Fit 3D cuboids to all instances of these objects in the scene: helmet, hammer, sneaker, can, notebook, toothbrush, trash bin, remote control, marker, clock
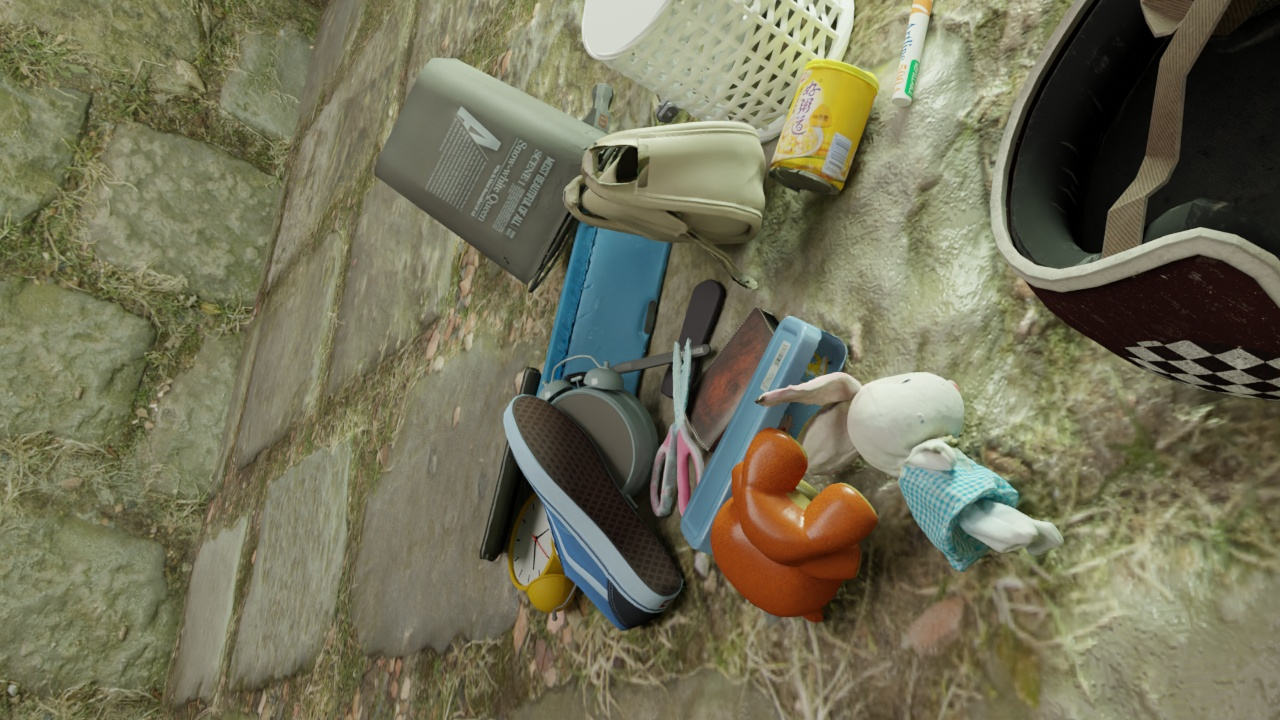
[{"bbox_3d":[0.279,-0.105,0.403,0.234,0.253,0.233,135,152,-72],"label":"helmet"},{"bbox_3d":[-0.139,-0.277,1.299,0.302,0.028,0.111,-19,57,50],"label":"hammer"},{"bbox_3d":[-0.068,0.148,0.856,0.241,0.083,0.098,52,123,17],"label":"sneaker"},{"bbox_3d":[0.159,-0.201,0.796,0.068,0.067,0.105,20,90,57],"label":"can"},{"bbox_3d":[-0.144,0.118,1.039,0.169,0.029,0.209,124,162,-80],"label":"notebook"},{"bbox_3d":[-0.005,0.005,0.914,0.168,0.013,0.012,-12,72,27],"label":"toothbrush"},{"bbox_3d":[-0.164,-0.228,1.072,0.198,0.220,0.197,-58,5,17],"label":"trash bin"},{"bbox_3d":[0.004,-0.397,1.154,0.147,0.028,0.316,-48,39,31],"label":"hammer"},{"bbox_3d":[0.053,-0.021,0.907,0.046,0.009,0.124,15,86,57],"label":"remote control"},{"bbox_3d":[0.235,-0.285,0.777,0.017,0.017,0.145,2,76,55],"label":"marker"},{"bbox_3d":[-0.049,0.074,0.911,0.123,0.045,0.159,-17,86,28],"label":"clock"},{"bbox_3d":[-0.094,0.198,0.969,0.113,0.052,0.152,-65,30,7],"label":"clock"}]

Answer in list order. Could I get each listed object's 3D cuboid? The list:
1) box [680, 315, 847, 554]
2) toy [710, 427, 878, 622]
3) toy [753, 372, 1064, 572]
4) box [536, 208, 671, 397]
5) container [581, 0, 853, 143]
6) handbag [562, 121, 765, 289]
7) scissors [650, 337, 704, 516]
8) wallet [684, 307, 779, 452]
[{"bbox_3d":[0.106,0.068,0.762,0.210,0.064,0.069,-64,17,7],"label":"box"},{"bbox_3d":[0.101,0.129,0.656,0.112,0.096,0.176,41,138,22],"label":"toy"},{"bbox_3d":[0.188,0.057,0.607,0.105,0.131,0.205,-50,46,-7],"label":"toy"},{"bbox_3d":[-0.030,-0.042,1.010,0.110,0.094,0.231,9,77,16],"label":"box"},{"bbox_3d":[0.071,-0.332,0.880,0.190,0.186,0.189,-30,50,44],"label":"container"},{"bbox_3d":[0.029,-0.129,0.805,0.229,0.184,0.132,180,88,-80],"label":"handbag"},{"bbox_3d":[0.028,0.064,0.866,0.108,0.016,0.179,147,123,-59],"label":"scissors"},{"bbox_3d":[0.087,0.018,0.830,0.123,0.019,0.072,-54,37,23],"label":"wallet"}]
